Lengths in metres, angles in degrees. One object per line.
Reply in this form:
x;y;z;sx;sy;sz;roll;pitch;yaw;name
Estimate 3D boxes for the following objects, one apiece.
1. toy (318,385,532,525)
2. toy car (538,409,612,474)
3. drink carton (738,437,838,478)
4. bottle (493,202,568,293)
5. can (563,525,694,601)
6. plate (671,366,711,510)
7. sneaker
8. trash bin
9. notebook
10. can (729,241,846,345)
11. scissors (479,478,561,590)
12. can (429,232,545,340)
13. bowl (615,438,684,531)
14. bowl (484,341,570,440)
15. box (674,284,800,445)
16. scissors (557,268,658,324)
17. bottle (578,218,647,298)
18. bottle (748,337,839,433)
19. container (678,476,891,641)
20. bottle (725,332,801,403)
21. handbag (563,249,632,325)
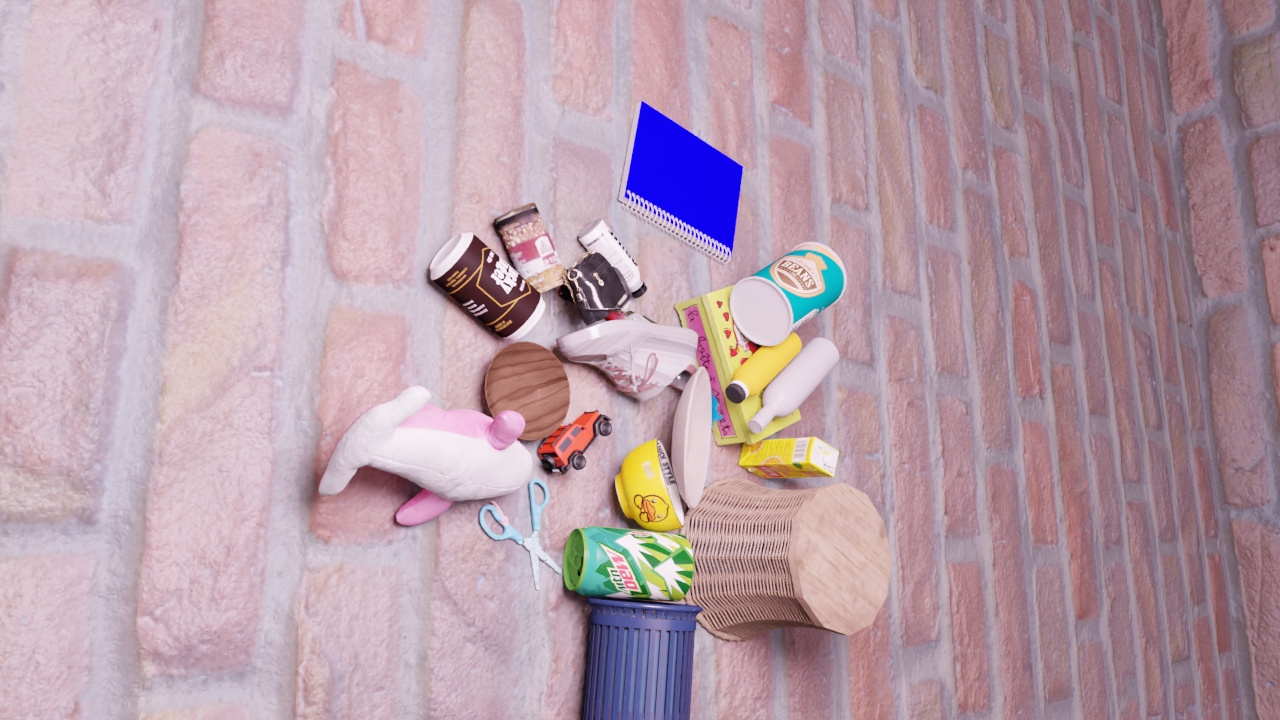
-0.220;0.085;0.979;0.128;0.187;0.265;53;16;29;toy
-0.082;0.097;1.129;0.049;0.051;0.100;53;54;-20;toy car
0.209;0.141;1.305;0.058;0.135;0.042;31;65;-33;drink carton
-0.134;-0.136;1.132;0.056;0.056;0.105;-29;100;-39;bottle
-0.014;0.247;1.116;0.144;0.083;0.083;10;74;-22;can
0.066;0.102;1.217;0.188;0.027;0.188;4;89;-76;plate
-0.007;0.006;1.181;0.235;0.099;0.089;3;74;-45;sneaker
-0.004;0.411;1.073;0.139;0.140;0.249;14;74;-37;trash bin
0.064;-0.257;1.345;0.209;0.022;0.171;24;65;-34;notebook
0.207;-0.094;1.275;0.143;0.099;0.099;-32;102;-40;can
-0.129;0.200;1.099;0.139;0.015;0.117;52;54;-27;scissors
-0.179;-0.086;1.074;0.128;0.072;0.071;42;57;-25;can
0.008;0.165;1.167;0.117;0.068;0.117;-17;89;-83;bowl
-0.142;0.038;1.104;0.119;0.032;0.119;9;75;-38;bowl
0.142;0.003;1.317;0.124;0.080;0.221;-17;91;-41;box
-0.031;-0.062;1.229;0.139;0.015;0.189;-47;111;-37;scissors
-0.033;-0.133;1.225;0.116;0.041;0.041;50;54;-20;bottle
0.211;0.039;1.286;0.194;0.053;0.052;-41;107;-38;bottle
0.197;0.264;1.228;0.226;0.197;0.226;9;75;-38;container
0.167;0.010;1.260;0.143;0.043;0.043;-40;106;-37;bottle
-0.055;-0.097;1.150;0.079;0.054;0.128;62;21;-13;handbag
